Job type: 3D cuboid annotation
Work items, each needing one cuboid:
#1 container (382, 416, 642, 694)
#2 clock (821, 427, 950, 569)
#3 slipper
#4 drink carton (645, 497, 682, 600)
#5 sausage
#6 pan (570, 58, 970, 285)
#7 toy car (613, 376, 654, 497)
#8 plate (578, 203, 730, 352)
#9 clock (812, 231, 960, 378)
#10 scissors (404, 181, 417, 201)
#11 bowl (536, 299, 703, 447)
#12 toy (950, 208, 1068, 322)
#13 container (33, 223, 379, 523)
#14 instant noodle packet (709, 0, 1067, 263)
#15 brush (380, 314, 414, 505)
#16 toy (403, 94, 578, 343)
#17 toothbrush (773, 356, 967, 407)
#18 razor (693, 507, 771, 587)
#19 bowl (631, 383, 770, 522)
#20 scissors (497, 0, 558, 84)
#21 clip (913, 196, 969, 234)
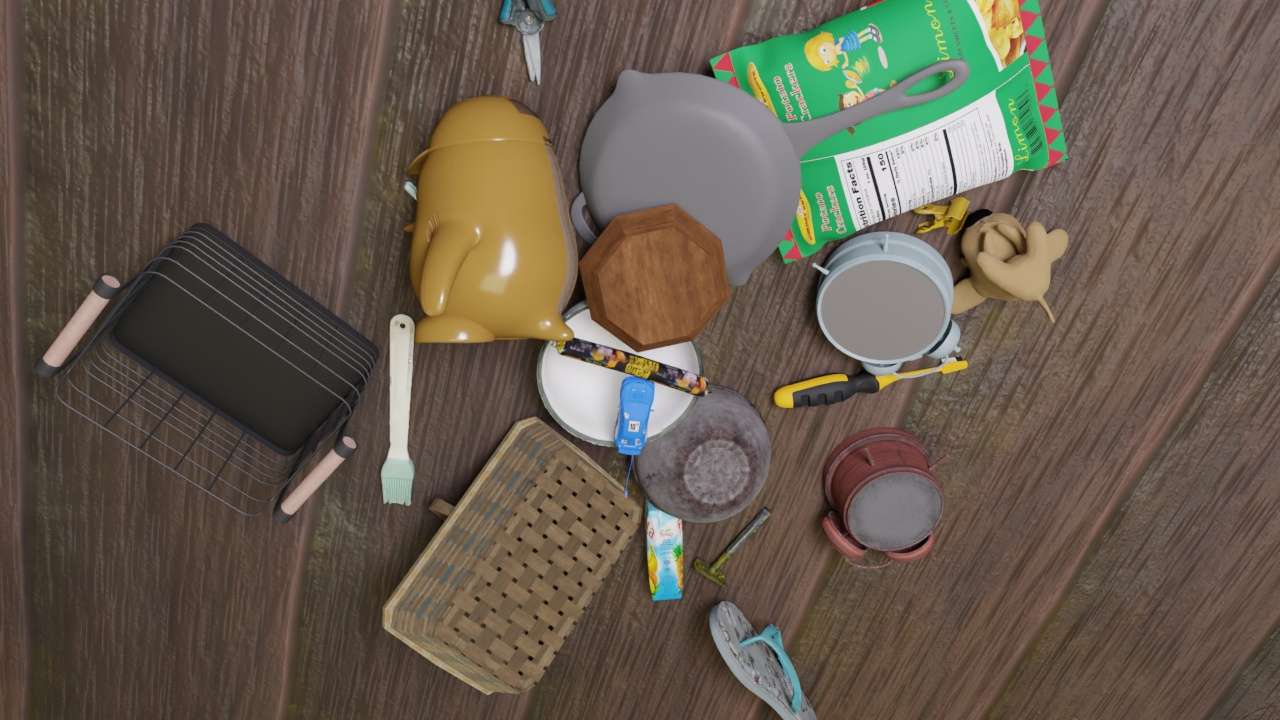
[{"bbox_3d":[-0.130,0.193,0.919,0.157,0.187,0.249,41,71,-21],"label":"container"},{"bbox_3d":[0.255,0.152,0.965,0.120,0.072,0.158,6,116,-6],"label":"clock"},{"bbox_3d":[0.159,0.353,1.058,0.055,0.098,0.269,-29,124,12],"label":"slipper"},{"bbox_3d":[0.025,0.200,0.993,0.038,0.044,0.129,-4,118,-2],"label":"drink carton"},{"bbox_3d":[-0.005,0.005,0.821,0.155,0.020,0.020,17,115,-12],"label":"sausage"},{"bbox_3d":[0.091,-0.163,0.754,0.355,0.024,0.216,-18,119,28],"label":"pan"},{"bbox_3d":[-0.007,0.068,0.830,0.033,0.061,0.092,6,117,-6],"label":"toy car"},{"bbox_3d":[0.015,-0.066,0.785,0.131,0.025,0.131,-1,110,-4],"label":"plate"},{"bbox_3d":[0.231,-0.046,0.853,0.123,0.045,0.159,-21,117,32],"label":"clock"},{"bbox_3d":[-0.166,-0.112,0.840,0.138,0.015,0.063,42,104,-16],"label":"scissors"},{"bbox_3d":[-0.020,0.000,0.870,0.153,0.072,0.154,-1,117,-3],"label":"bowl"},{"bbox_3d":[0.333,-0.087,0.831,0.134,0.108,0.106,-31,98,12],"label":"toy"},{"bbox_3d":[-0.374,0.014,0.825,0.241,0.130,0.163,39,109,-21],"label":"container"},{"bbox_3d":[0.210,-0.208,0.763,0.253,0.090,0.196,-20,118,12],"label":"instant noodle packet"},{"bbox_3d":[-0.242,0.054,0.921,0.033,0.012,0.218,6,116,-6],"label":"brush"},{"bbox_3d":[-0.130,-0.118,0.765,0.163,0.198,0.203,1,94,19],"label":"toy"},{"bbox_3d":[0.231,0.021,0.920,0.196,0.030,0.031,-10,133,0],"label":"toothbrush"},{"bbox_3d":[0.108,0.202,1.013,0.042,0.026,0.106,35,107,-17],"label":"razor"},{"bbox_3d":[0.068,0.101,0.909,0.145,0.067,0.145,-2,101,-10],"label":"bowl"},{"bbox_3d":[-0.088,-0.303,0.739,0.129,0.019,0.138,36,112,-20],"label":"scissors"},{"bbox_3d":[0.272,-0.137,0.836,0.047,0.052,0.039,1,121,29],"label":"clip"}]
